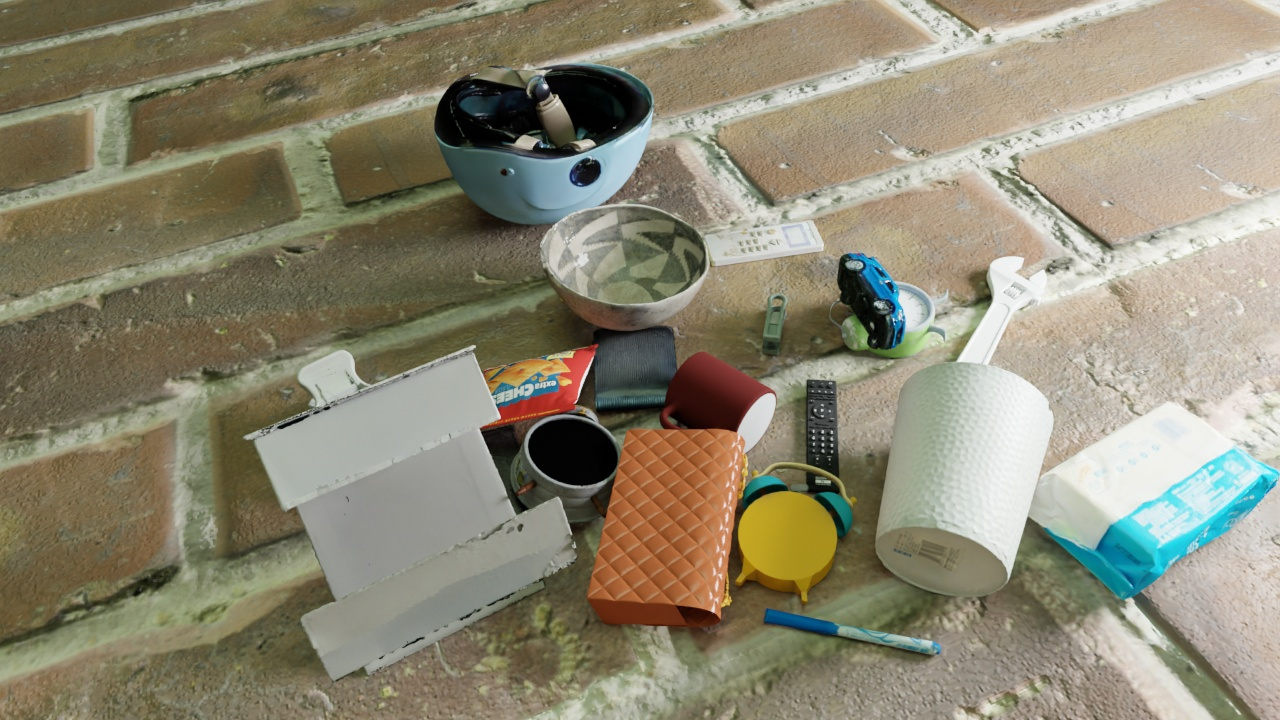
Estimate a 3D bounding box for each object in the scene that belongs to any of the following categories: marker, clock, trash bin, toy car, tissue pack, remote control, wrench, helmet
[{"bbox_3d":[0.173,0.222,0.752,0.142,0.013,0.013,8,47,12],"label":"marker"},{"bbox_3d":[0.263,-0.045,0.981,0.119,0.043,0.094,10,47,13],"label":"clock"},{"bbox_3d":[0.271,0.104,0.783,0.133,0.133,0.160,15,54,18],"label":"trash bin"},{"bbox_3d":[0.238,-0.064,0.933,0.043,0.056,0.120,-10,45,-7],"label":"toy car"},{"bbox_3d":[-0.065,0.091,0.861,0.104,0.056,0.147,14,41,-4],"label":"clock"},{"bbox_3d":[0.446,0.114,0.799,0.209,0.066,0.117,-25,49,-21],"label":"tissue pack"},{"bbox_3d":[0.148,-0.142,1.105,0.136,0.011,0.050,-9,46,-4],"label":"remote control"},{"bbox_3d":[0.133,0.147,0.808,0.099,0.044,0.129,13,56,17],"label":"clock"},{"bbox_3d":[0.365,-0.024,0.971,0.066,0.018,0.272,23,53,25],"label":"wrench"},{"bbox_3d":[-0.112,-0.268,1.137,0.265,0.167,0.225,-16,49,-9],"label":"helmet"},{"bbox_3d":[0.178,0.072,0.898,0.030,0.009,0.139,3,46,7],"label":"remote control"}]

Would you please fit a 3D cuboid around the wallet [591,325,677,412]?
[{"bbox_3d":[-0.006,0.006,0.965,0.089,0.026,0.114,-4,46,-2],"label":"wallet"}]

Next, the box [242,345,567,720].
[{"bbox_3d":[-0.178,0.156,0.757,0.167,0.381,0.172,-23,32,-17],"label":"box"}]

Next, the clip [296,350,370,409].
[{"bbox_3d":[-0.284,0.060,0.915,0.124,0.075,0.144,-27,60,-24],"label":"clip"}]

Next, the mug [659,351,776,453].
[{"bbox_3d":[0.067,0.048,0.879,0.082,0.073,0.105,31,42,29],"label":"mug"}]

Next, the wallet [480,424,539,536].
[{"bbox_3d":[-0.155,0.122,0.864,0.099,0.031,0.119,-14,52,-10],"label":"wallet"}]

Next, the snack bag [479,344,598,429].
[{"bbox_3d":[-0.114,0.030,0.913,0.131,0.039,0.143,-12,23,13],"label":"snack bag"}]

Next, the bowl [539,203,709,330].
[{"bbox_3d":[-0.016,-0.089,0.992,0.178,0.081,0.178,1,45,-1],"label":"bowl"}]

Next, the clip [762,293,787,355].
[{"bbox_3d":[0.146,-0.040,0.997,0.023,0.045,0.076,8,47,9],"label":"clip"}]

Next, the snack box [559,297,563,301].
[{"bbox_3d":[-0.025,-0.104,1.070,0.148,0.029,0.040,-11,46,-6],"label":"snack box"}]

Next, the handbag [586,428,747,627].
[{"bbox_3d":[0.031,0.144,0.796,0.109,0.060,0.171,-4,48,21],"label":"handbag"}]
